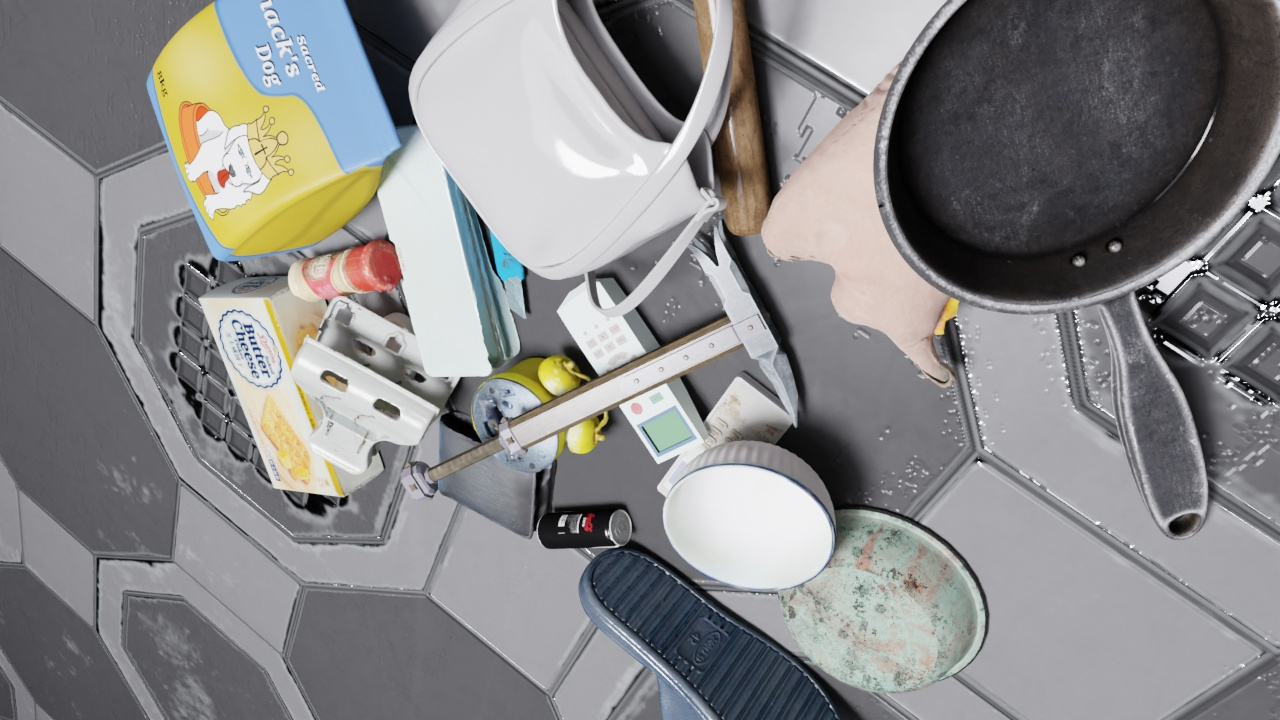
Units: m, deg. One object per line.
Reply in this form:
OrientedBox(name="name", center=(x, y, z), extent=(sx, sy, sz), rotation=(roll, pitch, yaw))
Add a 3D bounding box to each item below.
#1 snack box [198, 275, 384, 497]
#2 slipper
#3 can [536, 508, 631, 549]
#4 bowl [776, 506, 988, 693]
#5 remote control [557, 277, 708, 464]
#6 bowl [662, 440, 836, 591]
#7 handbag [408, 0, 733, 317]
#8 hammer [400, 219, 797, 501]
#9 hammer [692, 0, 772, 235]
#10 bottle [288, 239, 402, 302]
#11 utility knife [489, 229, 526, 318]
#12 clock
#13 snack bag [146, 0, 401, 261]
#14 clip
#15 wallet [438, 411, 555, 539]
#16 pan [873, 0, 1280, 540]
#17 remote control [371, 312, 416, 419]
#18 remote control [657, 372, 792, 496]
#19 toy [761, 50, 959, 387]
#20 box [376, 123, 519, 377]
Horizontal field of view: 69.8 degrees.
OrientedBox(name="snack box", center=(-0.327, 0.025, 0.868), extent=(0.104, 0.057, 0.208), rotation=(2, 116, 31))
OrientedBox(name="slipper", center=(0.053, 0.260, 0.743), extent=(0.263, 0.101, 0.083), rotation=(39, 137, 15))
OrientedBox(name="can", center=(-0.048, 0.143, 0.775), extent=(0.081, 0.031, 0.031), rotation=(-10, 109, 35))
OrientedBox(name="bowl", center=(0.164, 0.182, 0.661), extent=(0.158, 0.038, 0.158), rotation=(15, 122, 25))
OrientedBox(name="remote control", center=(-0.004, 0.004, 0.677), extent=(0.050, 0.024, 0.143), rotation=(-30, 95, 39))
OrientedBox(name="bowl", center=(0.079, 0.098, 0.641), extent=(0.118, 0.062, 0.118), rotation=(9, 127, 12))
OrientedBox(name="handbag", center=(-0.020, -0.151, 0.545), extent=(0.223, 0.095, 0.216), rotation=(-29, 100, 44))
OrientedBox(name="hammer", center=(-0.047, 0.038, 0.663), extent=(0.317, 0.028, 0.147), rotation=(-26, 101, 21))
OrientedBox(name="hammer", center=(0.041, -0.222, 0.511), extent=(0.129, 0.040, 0.322), rotation=(-6, 117, 12))
OrientedBox(name="bottle", center=(-0.251, -0.074, 0.777), extent=(0.109, 0.044, 0.044), rotation=(-5, 112, 34))
OrientedBox(name="utility knife", center=(-0.103, -0.114, 0.682), extent=(0.031, 0.015, 0.179), rotation=(11, 122, 32))
OrientedBox(name="clock", center=(-0.077, 0.040, 0.721), extent=(0.119, 0.057, 0.083), rotation=(-10, 108, 36))
OrientedBox(name="snack bag", center=(-0.254, -0.180, 0.661), extent=(0.206, 0.102, 0.159), rotation=(-22, 89, 42))
OrientedBox(name="clip", center=(-0.238, 0.037, 0.780), extent=(0.126, 0.096, 0.152), rotation=(31, 107, -6))
OrientedBox(name="wallet", center=(-0.132, 0.103, 0.810), extent=(0.115, 0.026, 0.089), rotation=(22, 126, 21))
OrientedBox(name="pan", center=(0.238, -0.042, 0.464), extent=(0.187, 0.055, 0.357), rotation=(-23, 122, 14))
OrientedBox(name="remote control", center=(-0.225, 0.014, 0.827), extent=(0.043, 0.013, 0.137), rotation=(33, 128, 13))
OrientedBox(name="remote control", center=(0.061, 0.070, 0.681), extent=(0.050, 0.011, 0.136), rotation=(38, 129, 9))
OrientedBox(name="toy", center=(0.183, -0.120, 0.480), extent=(0.196, 0.065, 0.265), rotation=(40, 123, -7))
OrientedBox(name="box", center=(-0.152, -0.083, 0.709), extent=(0.083, 0.066, 0.199), rotation=(9, 118, 46))
